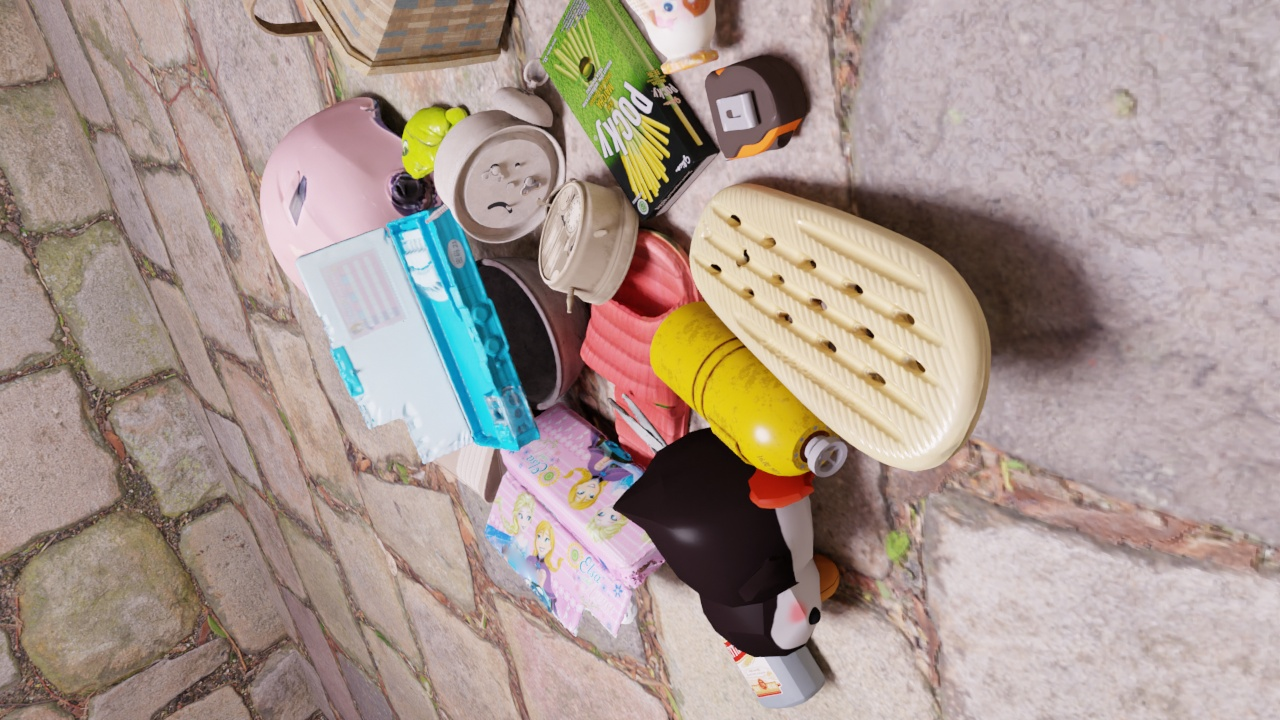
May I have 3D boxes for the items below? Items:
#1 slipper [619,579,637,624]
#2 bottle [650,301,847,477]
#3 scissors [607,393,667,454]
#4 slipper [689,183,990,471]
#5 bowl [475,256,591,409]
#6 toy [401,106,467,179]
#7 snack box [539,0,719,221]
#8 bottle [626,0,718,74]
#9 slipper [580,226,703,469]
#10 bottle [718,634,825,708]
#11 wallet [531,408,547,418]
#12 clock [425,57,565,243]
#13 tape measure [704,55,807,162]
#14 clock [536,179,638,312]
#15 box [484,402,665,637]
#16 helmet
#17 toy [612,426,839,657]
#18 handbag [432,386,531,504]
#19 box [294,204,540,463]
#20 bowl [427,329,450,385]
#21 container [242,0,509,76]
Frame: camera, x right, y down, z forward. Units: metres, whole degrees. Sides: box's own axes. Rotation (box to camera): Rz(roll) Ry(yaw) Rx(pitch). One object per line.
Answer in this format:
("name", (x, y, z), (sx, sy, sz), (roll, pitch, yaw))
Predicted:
("slipper", (-0.059, 0.161, 0.940), (0.264, 0.063, 0.111), (33, 135, 53))
("bottle", (0.076, 0.025, 0.619), (0.164, 0.071, 0.071), (43, 144, 49))
("scissors", (0.022, 0.087, 0.770), (0.161, 0.014, 0.118), (31, 144, -5))
("slipper", (0.122, -0.035, 0.549), (0.261, 0.079, 0.111), (45, 124, 49))
("bowl", (-0.093, -0.034, 0.836), (0.145, 0.067, 0.145), (32, 137, 36))
("toy", (-0.191, -0.204, 0.868), (0.093, 0.036, 0.094), (51, 123, 23))
("snack box", (-0.011, -0.184, 0.658), (0.147, 0.025, 0.080), (58, 146, 6))
("bottle", (0.017, -0.231, 0.552), (0.063, 0.063, 0.109), (8, 118, 51))
("slipper", (-0.005, 0.004, 0.756), (0.103, 0.059, 0.249), (35, 139, 34))
("bottle", (0.090, 0.219, 0.794), (0.161, 0.046, 0.072), (59, 146, 4))
("wallet", (-0.145, 0.025, 0.997), (0.115, 0.018, 0.092), (60, 147, 9))
("clock", (-0.112, -0.173, 0.750), (0.061, 0.103, 0.157), (44, 118, 36))
("tape measure", (0.069, -0.154, 0.562), (0.059, 0.038, 0.058), (8, 120, 50))
("clock", (-0.050, -0.104, 0.717), (0.093, 0.054, 0.140), (-62, 31, 29))
("box", (-0.064, 0.141, 0.822), (0.062, 0.160, 0.230), (37, 177, -41))
("helmet", (-0.305, -0.138, 0.980), (0.231, 0.152, 0.255), (-23, 101, 53))
("toy", (0.072, 0.147, 0.688), (0.159, 0.140, 0.184), (-103, -7, -60))
("handbag", (-0.174, 0.033, 0.983), (0.176, 0.062, 0.198), (15, 109, 59))
("box", (-0.194, -0.018, 0.847), (0.170, 0.085, 0.227), (-14, 105, 21))
("bowl", (-0.251, 0.034, 1.104), (0.137, 0.057, 0.137), (32, 136, 37))
("container", (-0.224, -0.330, 0.726), (0.250, 0.157, 0.187), (57, 135, 7))
